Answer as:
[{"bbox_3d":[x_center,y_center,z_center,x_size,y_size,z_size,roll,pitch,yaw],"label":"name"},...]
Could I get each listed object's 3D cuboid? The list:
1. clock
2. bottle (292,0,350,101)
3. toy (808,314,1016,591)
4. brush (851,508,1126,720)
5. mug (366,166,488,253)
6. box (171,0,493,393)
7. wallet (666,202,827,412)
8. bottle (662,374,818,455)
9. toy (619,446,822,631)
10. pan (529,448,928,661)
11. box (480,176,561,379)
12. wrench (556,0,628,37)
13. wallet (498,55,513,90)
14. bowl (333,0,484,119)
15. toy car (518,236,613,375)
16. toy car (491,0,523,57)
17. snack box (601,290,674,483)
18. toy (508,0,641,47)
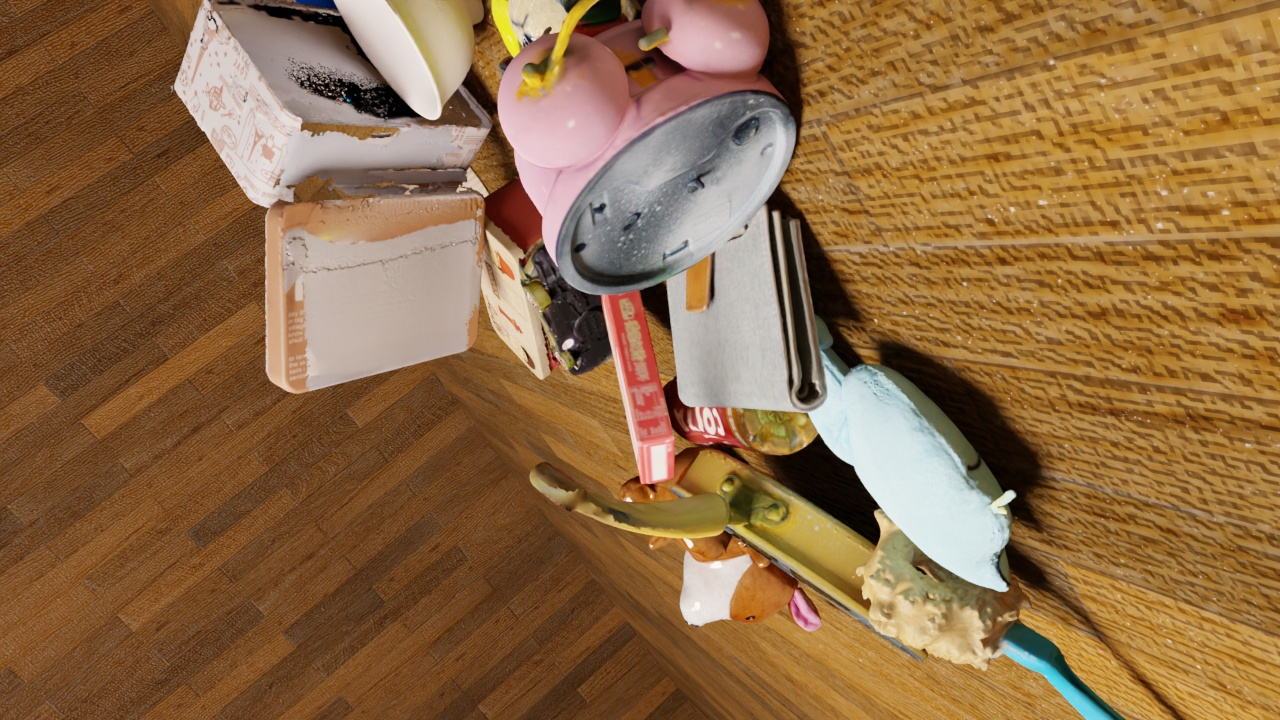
[{"bbox_3d":[0.002,-0.095,0.377,0.060,0.117,0.159,57,170,21],"label":"clock"},{"bbox_3d":[-0.234,-0.281,0.707,0.065,0.065,0.219,45,163,21],"label":"bottle"},{"bbox_3d":[0.127,0.042,0.460,0.161,0.050,0.156,56,174,-7],"label":"toy"},{"bbox_3d":[0.218,0.166,0.466,0.255,0.083,0.046,38,140,16],"label":"brush"},{"bbox_3d":[-0.198,-0.128,0.884,0.082,0.105,0.115,37,160,43],"label":"mug"},{"bbox_3d":[-0.198,-0.124,0.652,0.134,0.179,0.270,-14,92,39],"label":"box"},{"bbox_3d":[0.046,-0.026,0.491,0.130,0.037,0.106,177,83,-69],"label":"wallet"},{"bbox_3d":[0.057,0.030,0.614,0.057,0.057,0.175,53,165,-9],"label":"bottle"},{"bbox_3d":[0.073,0.172,0.811,0.140,0.130,0.199,24,160,48],"label":"toy"},{"bbox_3d":[0.061,0.107,0.557,0.198,0.078,0.357,28,171,42],"label":"pan"},{"bbox_3d":[-0.087,-0.071,0.791,0.091,0.076,0.169,44,157,28],"label":"box"},{"bbox_3d":[-0.020,-0.129,0.415,0.016,0.056,0.273,55,180,9],"label":"wrench"},{"bbox_3d":[-0.047,-0.132,0.588,0.090,0.033,0.115,41,166,28],"label":"wallet"},{"bbox_3d":[-0.139,-0.220,0.577,0.118,0.064,0.118,45,164,17],"label":"bowl"},{"bbox_3d":[-0.051,-0.044,0.728,0.042,0.070,0.158,47,165,33],"label":"toy car"},{"bbox_3d":[-0.051,-0.170,0.507,0.105,0.032,0.048,46,165,23],"label":"toy car"},{"bbox_3d":[-0.004,0.004,0.650,0.075,0.025,0.152,86,172,-62],"label":"snack box"},{"bbox_3d":[-0.060,-0.199,0.397,0.105,0.066,0.157,3,140,48],"label":"toy"}]
